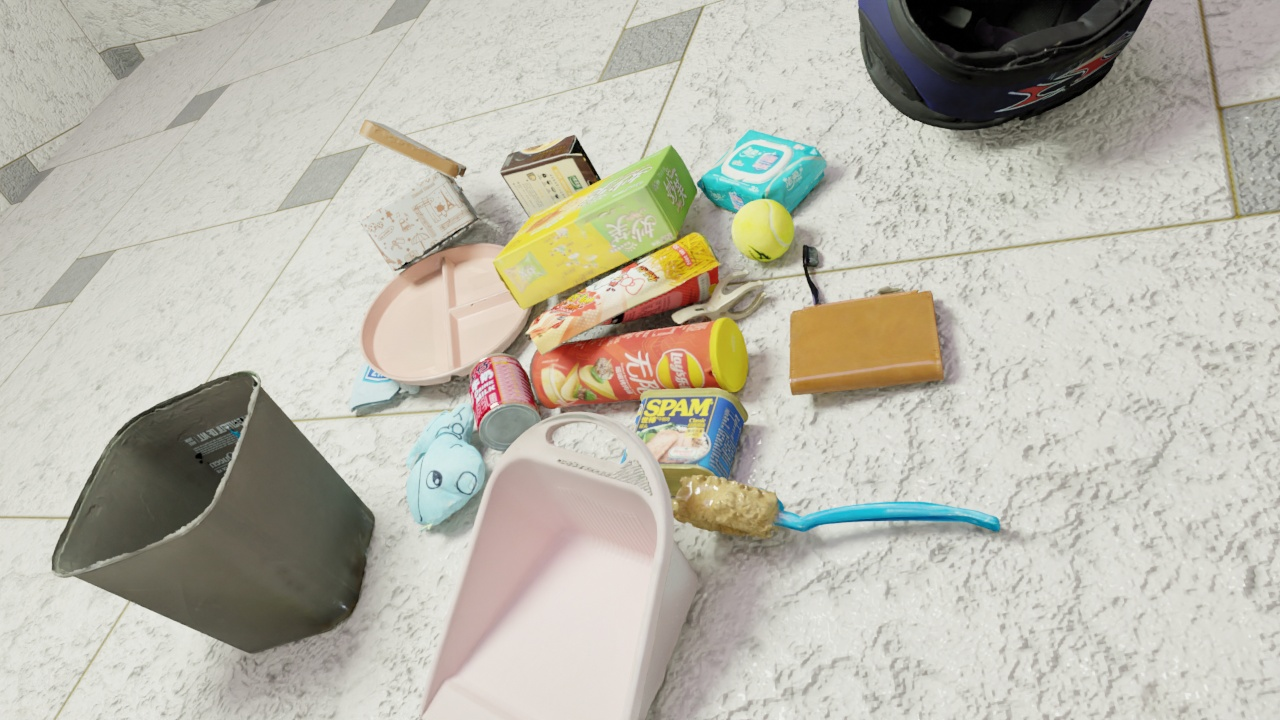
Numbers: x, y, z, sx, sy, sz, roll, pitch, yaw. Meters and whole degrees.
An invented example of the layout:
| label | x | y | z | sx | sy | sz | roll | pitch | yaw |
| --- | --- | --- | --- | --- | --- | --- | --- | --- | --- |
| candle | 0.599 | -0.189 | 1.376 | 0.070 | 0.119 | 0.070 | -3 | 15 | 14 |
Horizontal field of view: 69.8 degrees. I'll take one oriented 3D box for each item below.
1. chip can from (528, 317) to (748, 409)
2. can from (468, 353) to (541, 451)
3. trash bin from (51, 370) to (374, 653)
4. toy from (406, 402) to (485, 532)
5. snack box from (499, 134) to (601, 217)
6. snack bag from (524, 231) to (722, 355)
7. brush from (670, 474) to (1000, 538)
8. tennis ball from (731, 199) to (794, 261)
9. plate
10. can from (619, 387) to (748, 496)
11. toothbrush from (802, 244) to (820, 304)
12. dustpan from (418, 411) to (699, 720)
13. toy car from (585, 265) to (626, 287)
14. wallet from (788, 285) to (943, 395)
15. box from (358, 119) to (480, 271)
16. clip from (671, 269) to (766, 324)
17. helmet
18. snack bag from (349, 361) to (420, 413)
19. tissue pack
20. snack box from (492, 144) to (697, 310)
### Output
| label | x | y | z | sx | sy | sz | roll | pitch | yaw |
| --- | --- | --- | --- | --- | --- | --- | --- | --- | --- |
| chip can | -0.005 | 0.005 | 0.916 | 0.217 | 0.073 | 0.073 | -6 | 47 | 28 |
| can | -0.146 | 0.043 | 0.976 | 0.066 | 0.066 | 0.093 | -30 | 41 | 5 |
| trash bin | -0.399 | 0.162 | 0.909 | 0.199 | 0.220 | 0.198 | -20 | 43 | 16 |
| toy | -0.207 | 0.112 | 0.961 | 0.162 | 0.050 | 0.156 | -16 | 49 | 44 |
| snack box | -0.096 | -0.218 | 1.164 | 0.126 | 0.113 | 0.053 | -9 | 45 | 26 |
| snack bag | -0.022 | -0.063 | 0.959 | 0.207 | 0.073 | 0.128 | -24 | 14 | -9 |
| brush | 0.144 | 0.118 | 0.717 | 0.255 | 0.083 | 0.045 | -2 | 66 | 23 |
| tennis ball | 0.130 | -0.138 | 0.972 | 0.066 | 0.065 | 0.065 | -18 | 43 | 18 |
| plate | -0.235 | -0.057 | 1.128 | 0.230 | 0.028 | 0.229 | -10 | 48 | 11 |
| can | 0.038 | 0.075 | 0.832 | 0.102 | 0.057 | 0.083 | -3 | 51 | 32 |
| toothbrush | 0.175 | -0.051 | 0.900 | 0.017 | 0.014 | 0.188 | 0 | 47 | 1 |
| dustpan | -0.078 | 0.186 | 0.736 | 0.223 | 0.139 | 0.272 | 8 | 55 | 38 |
| toy car | -0.025 | -0.091 | 1.055 | 0.091 | 0.034 | 0.042 | 18 | 58 | 41 |
| wallet | 0.200 | -0.018 | 0.827 | 0.132 | 0.031 | 0.107 | -8 | 47 | 17 |
| box | -0.310 | -0.238 | 1.220 | 0.155 | 0.187 | 0.183 | -35 | 11 | -1 |
| clip | 0.081 | -0.052 | 0.941 | 0.100 | 0.071 | 0.034 | -36 | 45 | -11 |
| helmet | 0.334 | -0.342 | 0.899 | 0.315 | 0.247 | 0.241 | -35 | -3 | -11 |
| snack bag | -0.305 | -0.020 | 1.168 | 0.110 | 0.039 | 0.190 | -7 | 47 | 17 |
| tissue pack | 0.137 | -0.213 | 1.053 | 0.093 | 0.050 | 0.133 | -46 | 41 | -13 |
| snack box | -0.049 | -0.155 | 1.054 | 0.210 | 0.070 | 0.157 | -23 | 21 | 24 |
